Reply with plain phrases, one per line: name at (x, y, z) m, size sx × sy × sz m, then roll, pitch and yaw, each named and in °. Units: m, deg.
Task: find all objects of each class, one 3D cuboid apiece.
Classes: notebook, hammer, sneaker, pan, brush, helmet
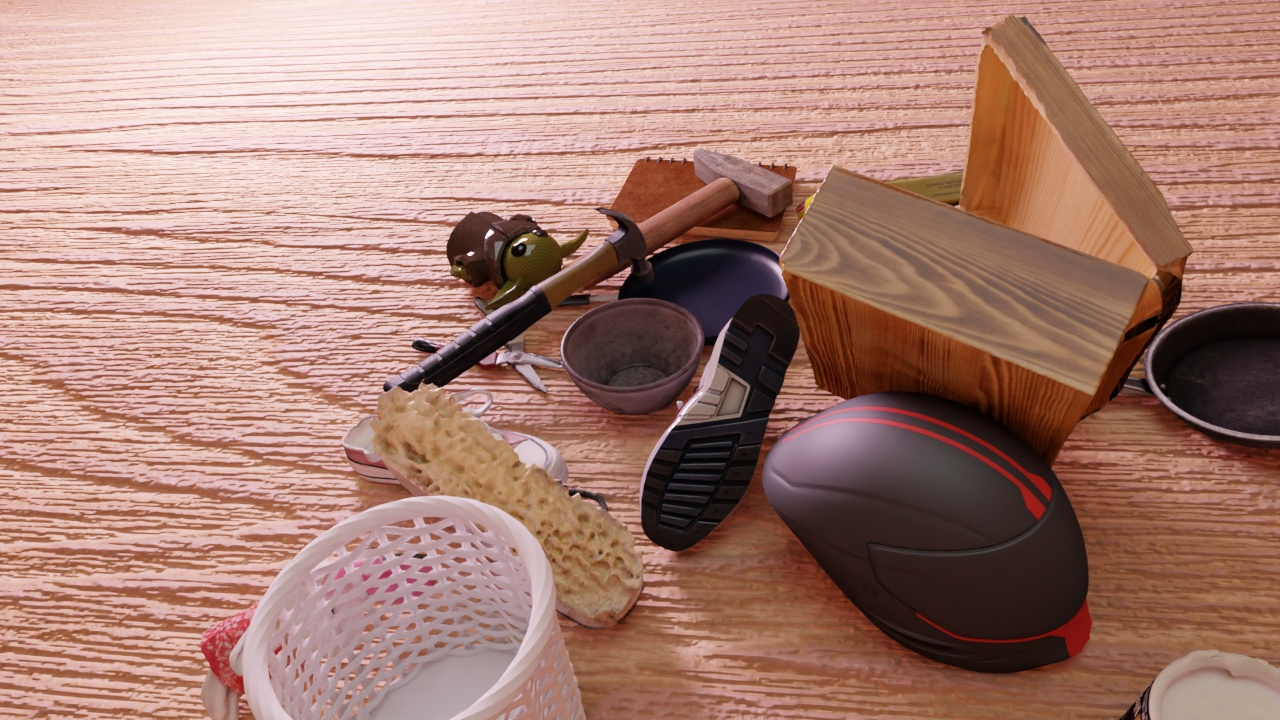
notebook at (0.085, -0.219, 1.220) m, size 0.226 × 0.024 × 0.167 m, roll 7°, pitch 43°, yaw 16°
hammer at (-0.126, -0.052, 0.983) m, size 0.332 × 0.118 × 0.025 m, roll -36°, pitch 44°, yaw -19°
hammer at (0.027, -0.168, 1.127) m, size 0.300 × 0.037 × 0.158 m, roll -33°, pitch 45°, yaw -24°
sneaker at (-0.182, 0.077, 0.858) m, size 0.241 × 0.088 × 0.118 m, roll 6°, pitch 43°, yaw 22°
pan at (-0.003, -0.074, 1.068) m, size 0.357 × 0.021 × 0.198 m, roll -4°, pitch 39°, yaw 10°
brush at (-0.112, 0.118, 0.765) m, size 0.271 × 0.057 × 0.083 m, roll 36°, pitch 65°, yaw 12°
pan at (0.485, 0.021, 0.860) m, size 0.357 × 0.055 × 0.186 m, roll -9°, pitch 38°, yaw 18°
sneaker at (0.072, 0.059, 0.846) m, size 0.089 × 0.124 × 0.239 m, roll 27°, pitch 85°, yaw 2°
helmet at (0.218, 0.113, 0.702) m, size 0.265 × 0.170 × 0.163 m, roll 21°, pitch 48°, yaw 30°

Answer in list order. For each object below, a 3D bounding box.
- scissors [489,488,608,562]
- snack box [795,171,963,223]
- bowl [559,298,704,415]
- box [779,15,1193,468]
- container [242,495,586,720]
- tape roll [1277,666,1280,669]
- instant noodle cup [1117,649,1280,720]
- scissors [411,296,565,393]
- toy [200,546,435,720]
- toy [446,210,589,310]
scissors at (-0.101, 0.130, 0.853) m, size 0.169 × 0.013 × 0.157 m, roll 4°, pitch 40°, yaw 18°
snack box at (0.289, -0.191, 1.095) m, size 0.181 × 0.045 × 0.121 m, roll -9°, pitch 0°, yaw -3°
bowl at (-0.006, 0.005, 0.940) m, size 0.145 × 0.067 × 0.144 m, roll -4°, pitch 41°, yaw 4°
box at (0.304, -0.073, 0.743) m, size 0.269 × 0.279 × 0.263 m, roll 28°, pitch 79°, yaw 24°
container at (-0.137, 0.222, 0.615) m, size 0.189 × 0.187 × 0.189 m, roll -4°, pitch 41°, yaw 4°
tape roll at (0.473, 0.248, 0.620) m, size 0.094 × 0.018 × 0.093 m, roll -5°, pitch 40°, yaw 4°
instant noodle cup at (0.356, 0.253, 0.561) m, size 0.137 × 0.112 × 0.137 m, roll -5°, pitch 42°, yaw 4°
scissors at (-0.167, -0.019, 1.034) m, size 0.195 × 0.015 × 0.179 m, roll -5°, pitch 41°, yaw 1°
toy at (-0.261, 0.205, 0.716) m, size 0.194 × 0.159 × 0.084 m, roll -35°, pitch 70°, yaw -5°
toy at (-0.163, -0.131, 1.108) m, size 0.153 × 0.078 × 0.178 m, roll 19°, pitch 47°, yaw 34°
